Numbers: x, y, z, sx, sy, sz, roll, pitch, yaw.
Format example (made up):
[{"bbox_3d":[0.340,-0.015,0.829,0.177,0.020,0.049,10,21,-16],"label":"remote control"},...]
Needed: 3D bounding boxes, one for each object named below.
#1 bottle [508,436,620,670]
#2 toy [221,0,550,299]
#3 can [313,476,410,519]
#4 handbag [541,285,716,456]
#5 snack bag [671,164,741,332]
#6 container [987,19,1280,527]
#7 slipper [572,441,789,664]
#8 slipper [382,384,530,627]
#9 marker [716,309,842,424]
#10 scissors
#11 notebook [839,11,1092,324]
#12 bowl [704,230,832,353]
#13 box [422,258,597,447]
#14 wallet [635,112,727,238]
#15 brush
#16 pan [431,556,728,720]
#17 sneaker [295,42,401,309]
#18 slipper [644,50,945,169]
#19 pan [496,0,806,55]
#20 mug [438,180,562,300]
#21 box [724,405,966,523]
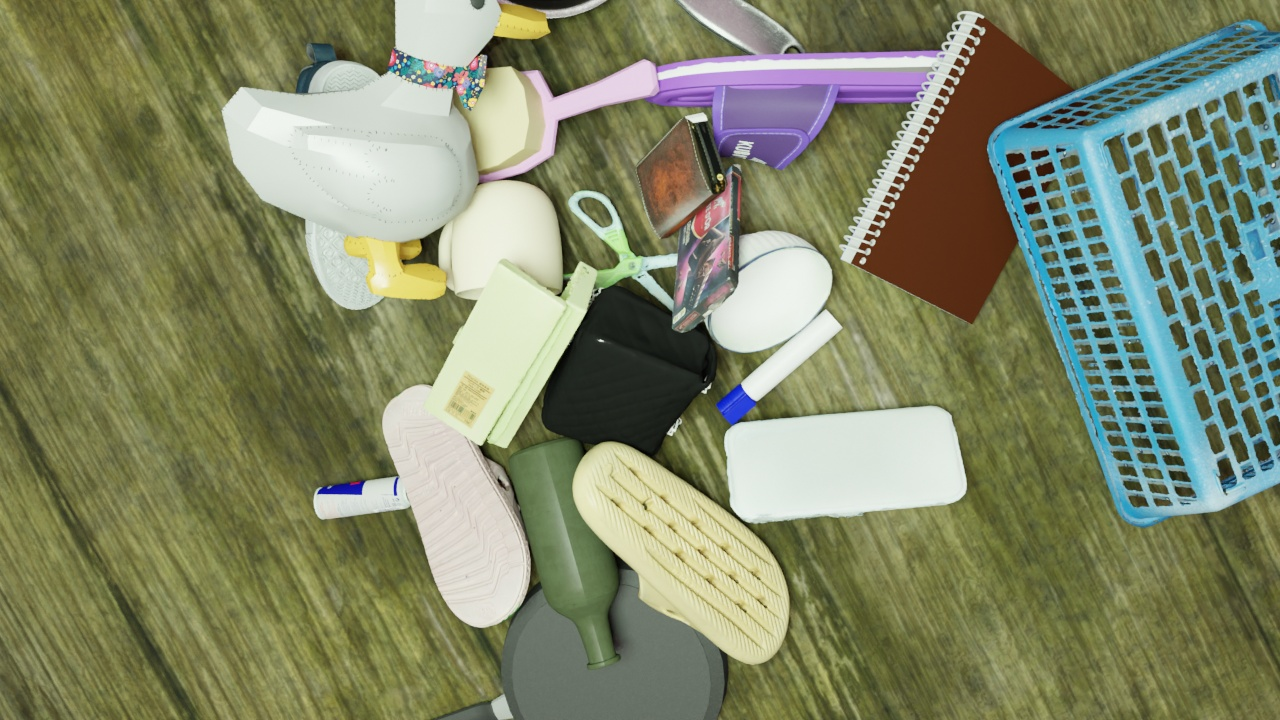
[{"bbox_3d":[-0.062,0.177,0.845,0.071,0.071,0.206,-18,81,9],"label":"bottle"},{"bbox_3d":[-0.197,-0.186,0.728,0.246,0.141,0.268,-8,126,-30],"label":"toy"},{"bbox_3d":[-0.272,0.135,0.908,0.095,0.032,0.032,-9,96,8],"label":"can"},{"bbox_3d":[-0.005,0.005,0.814,0.125,0.114,0.154,23,138,-8],"label":"handbag"},{"bbox_3d":[0.057,-0.095,0.774,0.018,0.154,0.075,30,132,-23],"label":"snack bag"},{"bbox_3d":[0.462,-0.066,0.724,0.257,0.089,0.362,-24,97,-4],"label":"container"},{"bbox_3d":[0.031,0.174,0.842,0.261,0.111,0.079,43,146,-17],"label":"slipper"},{"bbox_3d":[-0.169,0.134,0.881,0.094,0.064,0.239,-29,76,8],"label":"slipper"},{"bbox_3d":[0.127,0.006,0.842,0.133,0.027,0.023,-42,112,11],"label":"marker"},{"bbox_3d":[-0.009,-0.094,0.852,0.171,0.025,0.160,-10,90,4],"label":"scissors"},{"bbox_3d":[0.270,-0.151,0.759,0.171,0.022,0.209,19,102,-32],"label":"notebook"},{"bbox_3d":[0.102,-0.070,0.807,0.118,0.118,0.062,-36,49,10],"label":"bowl"},{"bbox_3d":[-0.107,-0.012,0.808,0.091,0.083,0.188,38,126,0],"label":"box"},{"bbox_3d":[0.032,-0.155,0.784,0.019,0.123,0.072,-18,87,-22],"label":"wallet"},{"bbox_3d":[-0.092,-0.215,0.792,0.229,0.043,0.089,-9,90,30],"label":"brush"},{"bbox_3d":[-0.088,0.330,0.911,0.357,0.034,0.225,-22,94,9],"label":"pan"},{"bbox_3d":[-0.277,-0.165,0.842,0.087,0.089,0.236,28,122,42],"label":"sneaker"},{"bbox_3d":[0.137,-0.206,0.777,0.266,0.107,0.084,-2,97,3],"label":"slipper"},{"bbox_3d":[-0.008,-0.352,0.801,0.357,0.055,0.187,30,100,-10],"label":"pan"},{"bbox_3d":[-0.131,-0.109,0.827,0.120,0.096,0.099,-4,86,22],"label":"mug"},{"bbox_3d":[0.180,0.092,0.821,0.216,0.083,0.122,-10,100,9],"label":"box"}]
